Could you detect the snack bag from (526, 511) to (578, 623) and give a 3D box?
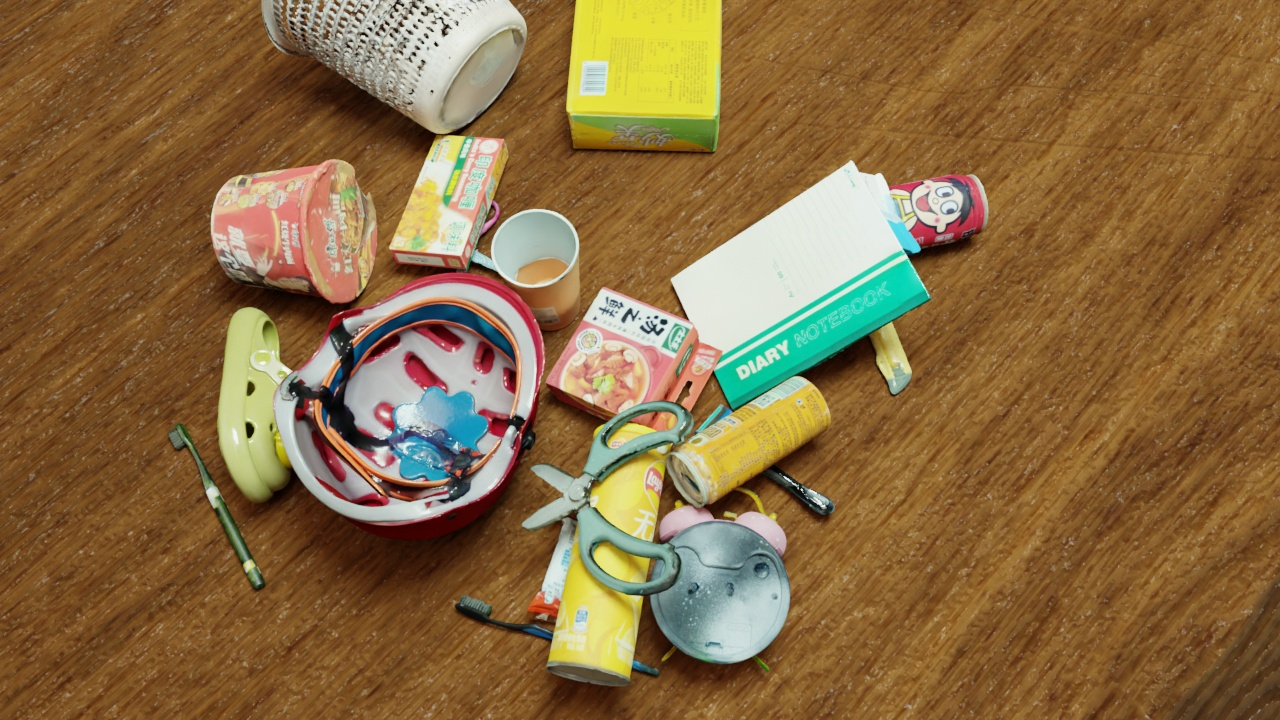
[{"bbox_3d":[-0.065,0.182,0.816,0.048,0.026,0.104,20,68,-16],"label":"snack bag"}]

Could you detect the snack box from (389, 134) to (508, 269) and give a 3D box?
[{"bbox_3d":[-0.193,-0.164,0.939,0.077,0.027,0.155,7,60,11],"label":"snack box"}]

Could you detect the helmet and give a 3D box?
[{"bbox_3d":[-0.188,0.051,0.813,0.207,0.144,0.239,30,61,13],"label":"helmet"}]

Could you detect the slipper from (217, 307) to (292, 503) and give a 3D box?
[{"bbox_3d":[-0.341,0.034,0.852,0.081,0.092,0.190,-9,66,-4],"label":"slipper"}]

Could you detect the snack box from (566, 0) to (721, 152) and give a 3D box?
[{"bbox_3d":[0.008,-0.330,0.987,0.158,0.070,0.209,2,69,3],"label":"snack box"}]

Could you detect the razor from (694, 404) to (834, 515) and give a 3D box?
[{"bbox_3d":[0.117,0.098,0.845,0.143,0.022,0.042,36,63,16],"label":"razor"}]

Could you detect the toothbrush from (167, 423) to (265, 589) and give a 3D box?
[{"bbox_3d":[-0.396,0.135,0.855,0.017,0.012,0.186,-35,72,-5],"label":"toothbrush"}]

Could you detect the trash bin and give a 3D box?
[{"bbox_3d":[-0.233,-0.350,0.943,0.192,0.228,0.227,41,75,3],"label":"trash bin"}]

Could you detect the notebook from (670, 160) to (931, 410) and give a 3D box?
[{"bbox_3d":[0.141,-0.067,0.856,0.210,0.012,0.150,-32,71,23],"label":"notebook"}]

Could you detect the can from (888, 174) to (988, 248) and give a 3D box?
[{"bbox_3d":[0.286,-0.146,0.908,0.094,0.066,0.066,-11,69,-3],"label":"can"}]

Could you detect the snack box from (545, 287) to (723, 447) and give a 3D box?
[{"bbox_3d":[-0.005,0.005,0.863,0.127,0.044,0.113,22,71,21],"label":"snack box"}]

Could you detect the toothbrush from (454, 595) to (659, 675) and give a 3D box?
[{"bbox_3d":[-0.073,0.241,0.802,0.189,0.014,0.016,16,47,7],"label":"toothbrush"}]

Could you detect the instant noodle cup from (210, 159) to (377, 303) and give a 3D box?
[{"bbox_3d":[-0.338,-0.124,0.893,0.109,0.138,0.137,2,69,11],"label":"instant noodle cup"}]

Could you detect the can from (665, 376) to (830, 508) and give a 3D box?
[{"bbox_3d":[0.097,0.071,0.811,0.145,0.058,0.058,-29,70,-21],"label":"can"}]

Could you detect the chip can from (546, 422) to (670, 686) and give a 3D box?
[{"bbox_3d":[-0.025,0.162,0.784,0.072,0.072,0.212,9,62,5],"label":"chip can"}]

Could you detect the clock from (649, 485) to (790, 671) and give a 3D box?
[{"bbox_3d":[0.069,0.183,0.795,0.117,0.060,0.158,5,71,5],"label":"clock"}]

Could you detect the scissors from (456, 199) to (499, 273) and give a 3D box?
[{"bbox_3d":[-0.178,-0.117,0.939,0.133,0.017,0.135,24,67,15],"label":"scissors"}]

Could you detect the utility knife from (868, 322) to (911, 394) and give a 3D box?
[{"bbox_3d":[0.221,-0.065,0.911,0.031,0.022,0.213,-14,65,-10],"label":"utility knife"}]

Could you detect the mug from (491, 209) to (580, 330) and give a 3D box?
[{"bbox_3d":[-0.091,-0.077,0.866,0.078,0.123,0.078,-1,68,2],"label":"mug"}]

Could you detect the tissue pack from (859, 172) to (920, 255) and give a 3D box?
[{"bbox_3d":[0.185,-0.110,0.881,0.140,0.063,0.090,-29,68,23],"label":"tissue pack"}]

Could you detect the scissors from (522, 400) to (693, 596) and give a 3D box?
[{"bbox_3d":[-0.011,0.117,0.751,0.170,0.019,0.179,-32,56,-3],"label":"scissors"}]
